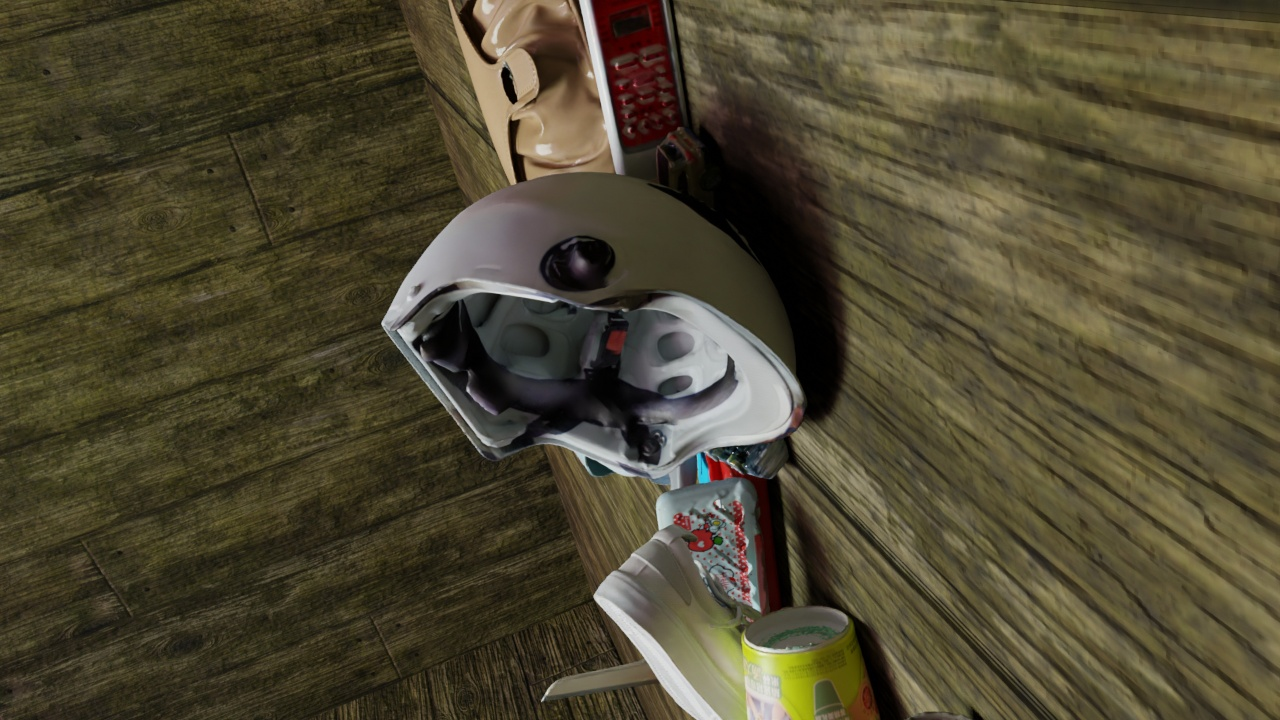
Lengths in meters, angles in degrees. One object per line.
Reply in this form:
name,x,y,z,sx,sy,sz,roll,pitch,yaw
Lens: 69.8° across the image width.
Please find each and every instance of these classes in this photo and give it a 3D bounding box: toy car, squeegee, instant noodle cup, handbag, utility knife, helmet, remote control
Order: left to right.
handbag,-0.067,-0.207,0.676,0.148,0.099,0.204,-10,102,47
helmet,-0.022,-0.033,0.593,0.229,0.259,0.145,63,-150,-55
remote control,-0.001,-0.181,0.594,0.020,0.055,0.136,-127,20,-54
squeegee,0.032,0.178,0.836,0.039,0.246,0.246,3,83,44
toy car,0.033,-0.110,0.617,0.090,0.035,0.042,78,167,-47
utility knife,0.063,0.092,0.867,0.159,0.018,0.034,84,162,-55
toy car,0.079,0.064,0.688,0.034,0.043,0.091,38,173,-17
instant noodle cup,0.122,0.247,0.656,0.112,0.111,0.123,-167,66,-77

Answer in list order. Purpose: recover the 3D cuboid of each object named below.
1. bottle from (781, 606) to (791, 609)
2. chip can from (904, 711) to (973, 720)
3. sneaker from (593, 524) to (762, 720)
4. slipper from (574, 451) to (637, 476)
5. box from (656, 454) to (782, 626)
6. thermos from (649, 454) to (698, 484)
bottle,0.126,0.269,0.781,0.066,0.066,0.150,-127,27,-56
chip can,0.182,0.302,0.537,0.071,0.071,0.211,-128,22,-58
sneaker,0.060,0.225,0.723,0.090,0.090,0.242,11,141,53
slipper,-0.024,0.098,1.097,0.245,0.104,0.074,23,134,67
box,0.061,0.161,0.786,0.095,0.101,0.202,-125,19,-51
thermos,-0.005,0.030,0.965,0.070,0.070,0.220,81,164,-46
